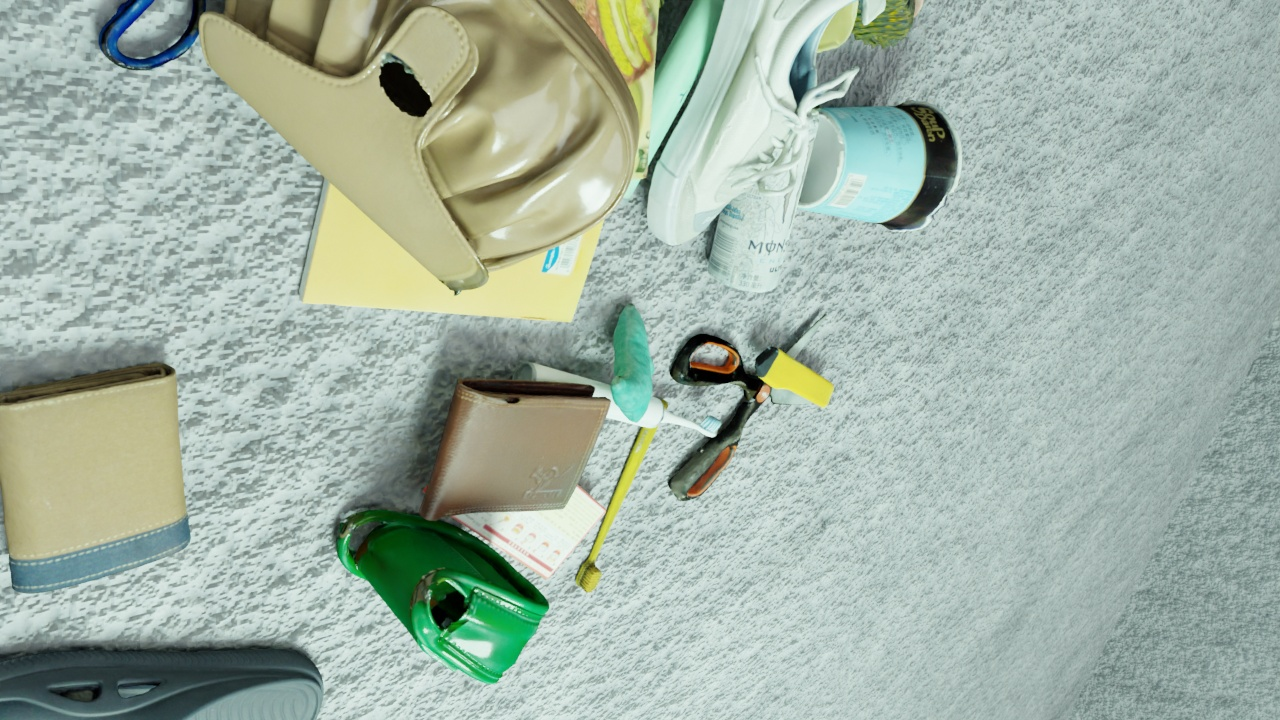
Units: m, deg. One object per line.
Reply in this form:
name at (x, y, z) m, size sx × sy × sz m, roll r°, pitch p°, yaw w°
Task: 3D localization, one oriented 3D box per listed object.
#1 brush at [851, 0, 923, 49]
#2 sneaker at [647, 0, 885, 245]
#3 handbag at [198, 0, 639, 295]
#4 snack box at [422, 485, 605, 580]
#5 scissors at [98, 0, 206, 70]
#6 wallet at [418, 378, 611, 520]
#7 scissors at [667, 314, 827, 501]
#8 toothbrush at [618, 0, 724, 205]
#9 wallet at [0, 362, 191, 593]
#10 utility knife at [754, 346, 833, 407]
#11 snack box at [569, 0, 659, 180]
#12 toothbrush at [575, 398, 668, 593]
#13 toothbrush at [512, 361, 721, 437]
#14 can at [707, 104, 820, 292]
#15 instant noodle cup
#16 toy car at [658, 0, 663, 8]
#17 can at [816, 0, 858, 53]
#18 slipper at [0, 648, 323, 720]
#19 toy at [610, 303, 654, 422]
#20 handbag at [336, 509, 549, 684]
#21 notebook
brush at (0.175, -0.293, 0.674) m, size 0.145 × 0.063 × 0.073 m, roll 34°, pitch 60°, yaw -61°
sneaker at (0.079, -0.159, 0.602) m, size 0.089 × 0.091 × 0.243 m, roll -46°, pitch 167°, yaw -40°
handbag at (-0.101, -0.131, 0.432) m, size 0.148 × 0.099 × 0.204 m, roll -41°, pitch 105°, yaw 21°
snack box at (-0.092, 0.110, 0.716) m, size 0.077 × 0.027 × 0.156 m, roll -49°, pitch 139°, yaw -8°
scissors at (-0.195, -0.201, 0.426) m, size 0.170 × 0.012 × 0.140 m, roll -20°, pitch 126°, yaw -35°
wallet at (-0.088, 0.064, 0.646) m, size 0.124 × 0.032 × 0.101 m, roll 4°, pitch 114°, yaw -42°
scissors at (0.097, 0.038, 0.854) m, size 0.234 × 0.022 × 0.221 m, roll 26°, pitch 97°, yaw -48°
toothbrush at (0.032, -0.201, 0.588) m, size 0.027 × 0.026 × 0.225 m, roll 0°, pitch 126°, yaw -55°
wallet at (-0.292, 0.063, 0.492) m, size 0.090 × 0.033 × 0.115 m, roll -14°, pitch 124°, yaw -41°
utility knife at (0.146, 0.018, 0.866) m, size 0.153 × 0.015 × 0.033 m, roll 26°, pitch 99°, yaw -52°
snack box at (-0.050, -0.215, 0.509) m, size 0.114 × 0.063 × 0.240 m, roll -17°, pitch 124°, yaw -37°
toothbrush at (-0.015, 0.121, 0.804) m, size 0.015 × 0.016 × 0.190 m, roll 8°, pitch 109°, yaw -47°
toothbrush at (-0.009, 0.037, 0.735) m, size 0.220 × 0.026 × 0.026 m, roll 18°, pitch 115°, yaw -43°
can at (0.095, -0.129, 0.713) m, size 0.058 × 0.058 × 0.147 m, roll -10°, pitch 122°, yaw -40°
instant noodle cup at (0.177, -0.161, 0.747) m, size 0.120 × 0.111 × 0.111 m, roll -4°, pitch 118°, yaw -32°
toy car at (0.020, -0.255, 0.576) m, size 0.091 × 0.036 × 0.043 m, roll -36°, pitch 137°, yaw -25°
can at (0.099, -0.264, 0.611) m, size 0.057 × 0.083 × 0.102 m, roll -25°, pitch 131°, yaw -31°
slipper at (-0.307, 0.238, 0.555) m, size 0.267 × 0.083 × 0.111 m, roll 11°, pitch 106°, yaw -48°
toy at (-0.004, 0.004, 0.702) m, size 0.096 × 0.030 × 0.091 m, roll 63°, pitch 24°, yaw -59°
handbag at (-0.135, 0.154, 0.626) m, size 0.068 × 0.131 × 0.120 m, roll -54°, pitch 136°, yaw -9°
notebook at (-0.103, -0.096, 0.584) m, size 0.205 × 0.010 × 0.146 m, roll 2°, pitch 114°, yaw -44°
